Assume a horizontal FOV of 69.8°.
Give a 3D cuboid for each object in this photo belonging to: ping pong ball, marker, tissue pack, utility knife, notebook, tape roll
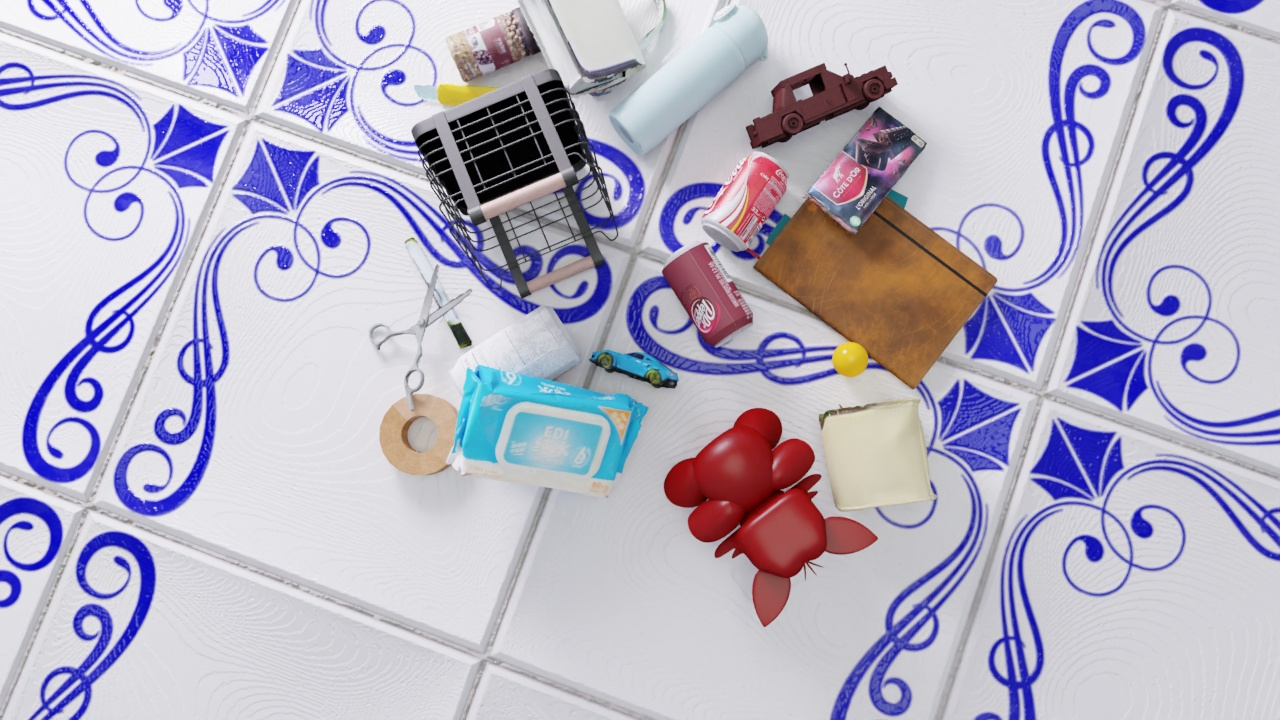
[{"bbox_3d":[0.240,-0.001,1.048,0.040,0.040,0.040,0,84,1],"label":"ping pong ball"},{"bbox_3d":[-0.239,-0.080,1.082,0.017,0.017,0.146,-29,83,-2],"label":"marker"},{"bbox_3d":[-0.099,0.080,1.001,0.209,0.066,0.117,12,104,-22],"label":"tissue pack"},{"bbox_3d":[-0.187,-0.318,1.103,0.175,0.017,0.030,4,113,1],"label":"utility knife"},{"bbox_3d":[0.272,-0.113,1.072,0.249,0.014,0.178,38,87,5],"label":"notebook"},{"bbox_3d":[-0.251,0.086,1.058,0.094,0.027,0.094,0,84,1],"label":"tape roll"}]

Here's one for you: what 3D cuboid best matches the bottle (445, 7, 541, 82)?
[{"bbox_3d":[-0.173,-0.377,1.092,0.105,0.056,0.056,-23,84,-1],"label":"bottle"}]

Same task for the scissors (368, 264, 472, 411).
[{"bbox_3d":[-0.253,-0.026,1.055,0.142,0.014,0.171,-12,72,19],"label":"scissors"}]

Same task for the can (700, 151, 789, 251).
[{"bbox_3d":[0.121,-0.183,1.059,0.064,0.064,0.104,34,86,5],"label":"can"}]

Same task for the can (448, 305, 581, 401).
[{"bbox_3d":[-0.141,0.002,1.039,0.136,0.078,0.078,-32,84,-2],"label":"can"}]

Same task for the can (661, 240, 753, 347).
[{"bbox_3d":[0.077,-0.076,1.049,0.063,0.063,0.114,-32,84,-2],"label":"can"}]

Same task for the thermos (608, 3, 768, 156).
[{"bbox_3d":[0.060,-0.330,1.076,0.207,0.065,0.078,-41,118,-3],"label":"thermos"}]

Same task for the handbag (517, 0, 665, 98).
[{"bbox_3d":[-0.044,-0.399,1.081,0.175,0.074,0.151,-28,95,-30],"label":"handbag"}]

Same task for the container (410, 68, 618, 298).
[{"bbox_3d":[-0.124,-0.178,0.984,0.163,0.241,0.130,-23,76,-1],"label":"container"}]

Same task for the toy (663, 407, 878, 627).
[{"bbox_3d":[0.133,0.160,0.996,0.158,0.120,0.197,-36,74,-5],"label":"toy"}]

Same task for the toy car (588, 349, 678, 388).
[{"bbox_3d":[-0.006,0.006,1.050,0.105,0.048,0.032,17,85,4],"label":"toy car"}]

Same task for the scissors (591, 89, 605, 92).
[{"bbox_3d":[-0.082,-0.373,1.110,0.073,0.012,0.131,-18,84,-2],"label":"scissors"}]

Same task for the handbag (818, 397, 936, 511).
[{"bbox_3d":[0.262,0.103,1.021,0.111,0.081,0.119,-9,85,8],"label":"handbag"}]

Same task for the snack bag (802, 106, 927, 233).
[{"bbox_3d":[0.264,-0.222,1.069,0.074,0.018,0.155,39,76,4],"label":"snack bag"}]

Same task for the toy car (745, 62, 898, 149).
[{"bbox_3d":[0.204,-0.305,1.067,0.170,0.070,0.062,-23,96,-1],"label":"toy car"}]
